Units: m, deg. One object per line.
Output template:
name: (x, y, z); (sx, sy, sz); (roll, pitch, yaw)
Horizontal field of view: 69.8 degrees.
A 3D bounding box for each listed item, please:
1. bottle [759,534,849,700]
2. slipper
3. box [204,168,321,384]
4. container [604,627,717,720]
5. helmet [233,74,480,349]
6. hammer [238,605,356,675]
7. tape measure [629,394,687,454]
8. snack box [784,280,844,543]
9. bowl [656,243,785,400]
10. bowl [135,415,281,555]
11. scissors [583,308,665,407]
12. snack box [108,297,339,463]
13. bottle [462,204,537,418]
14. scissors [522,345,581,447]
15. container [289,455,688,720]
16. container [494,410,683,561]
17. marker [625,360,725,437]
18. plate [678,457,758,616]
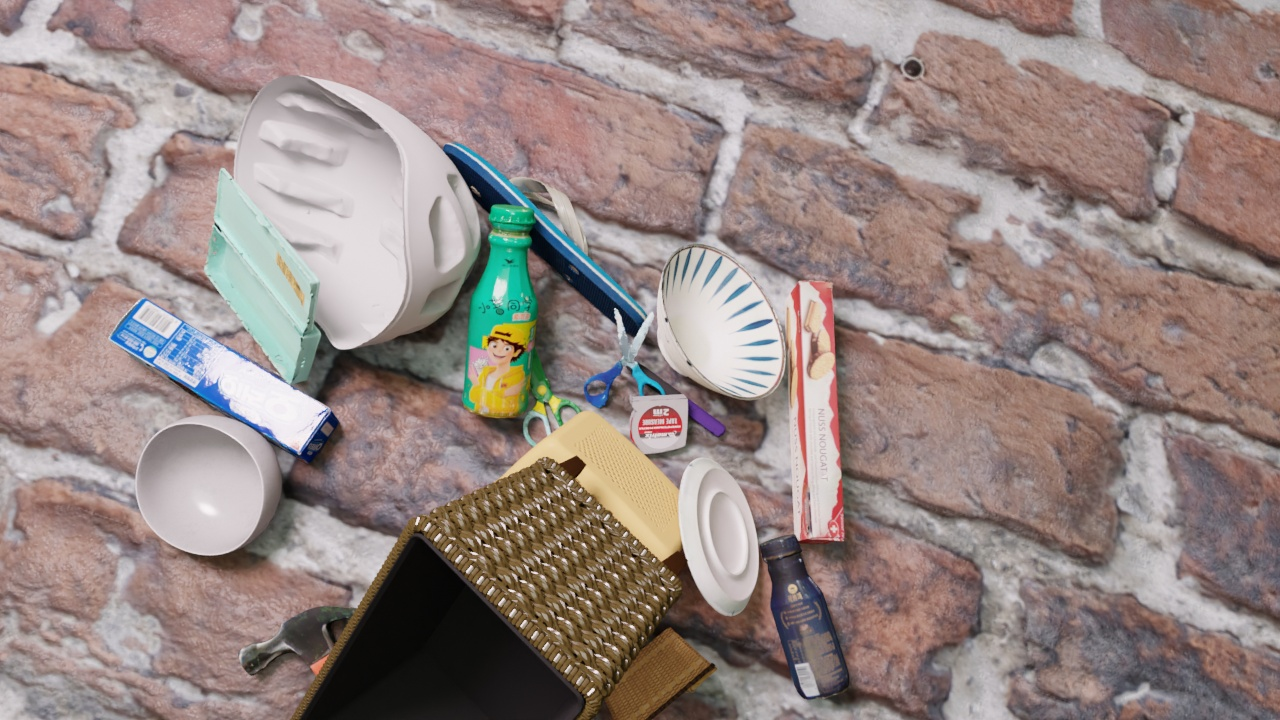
bottle: (0.163, 0.258, 0.929); (0.056, 0.056, 0.160); (-14, 78, -10)
slipper: (-0.091, -0.142, 0.974); (0.295, 0.118, 0.060); (43, 82, 1)
box: (-0.373, -0.084, 0.902); (0.186, 0.137, 0.033); (46, 36, 22)
container: (0.012, 0.315, 0.899); (0.113, 0.063, 0.061); (-36, 75, -13)
helmet: (-0.289, -0.148, 0.907); (0.282, 0.183, 0.225); (32, 113, 7)
hammer: (-0.243, 0.386, 0.870); (0.133, 0.033, 0.333); (-30, 82, -13)
tape measure: (0.019, 0.066, 0.970); (0.060, 0.020, 0.062); (-2, 103, -9)
snack box: (0.181, 0.054, 0.973); (0.044, 0.077, 0.272); (1, 77, -3)
bowl: (0.068, -0.029, 0.968); (0.177, 0.071, 0.177); (22, 53, -33)
bowl: (-0.410, 0.116, 0.890); (0.132, 0.064, 0.132); (1, 99, 7)
scissors: (-0.024, 0.002, 0.959); (0.104, 0.015, 0.134); (-8, 121, 8)
snack box: (-0.418, 0.021, 0.927); (0.226, 0.060, 0.059); (30, 71, 2)
bottle: (-0.137, -0.050, 0.921); (0.068, 0.068, 0.210); (6, 106, -5)
scissors: (-0.111, 0.035, 0.980); (0.070, 0.014, 0.130); (-26, 81, -12)
container: (-0.119, 0.242, 0.757); (0.176, 0.322, 0.204); (42, 32, 11)
container: (-0.058, 0.165, 0.902); (0.183, 0.129, 0.167); (43, 117, 6)
marker: (0.036, 0.039, 0.990); (0.134, 0.018, 0.015); (36, 112, 4)
plate: (0.081, 0.171, 0.903); (0.014, 0.156, 0.157); (-18, 76, 28)
